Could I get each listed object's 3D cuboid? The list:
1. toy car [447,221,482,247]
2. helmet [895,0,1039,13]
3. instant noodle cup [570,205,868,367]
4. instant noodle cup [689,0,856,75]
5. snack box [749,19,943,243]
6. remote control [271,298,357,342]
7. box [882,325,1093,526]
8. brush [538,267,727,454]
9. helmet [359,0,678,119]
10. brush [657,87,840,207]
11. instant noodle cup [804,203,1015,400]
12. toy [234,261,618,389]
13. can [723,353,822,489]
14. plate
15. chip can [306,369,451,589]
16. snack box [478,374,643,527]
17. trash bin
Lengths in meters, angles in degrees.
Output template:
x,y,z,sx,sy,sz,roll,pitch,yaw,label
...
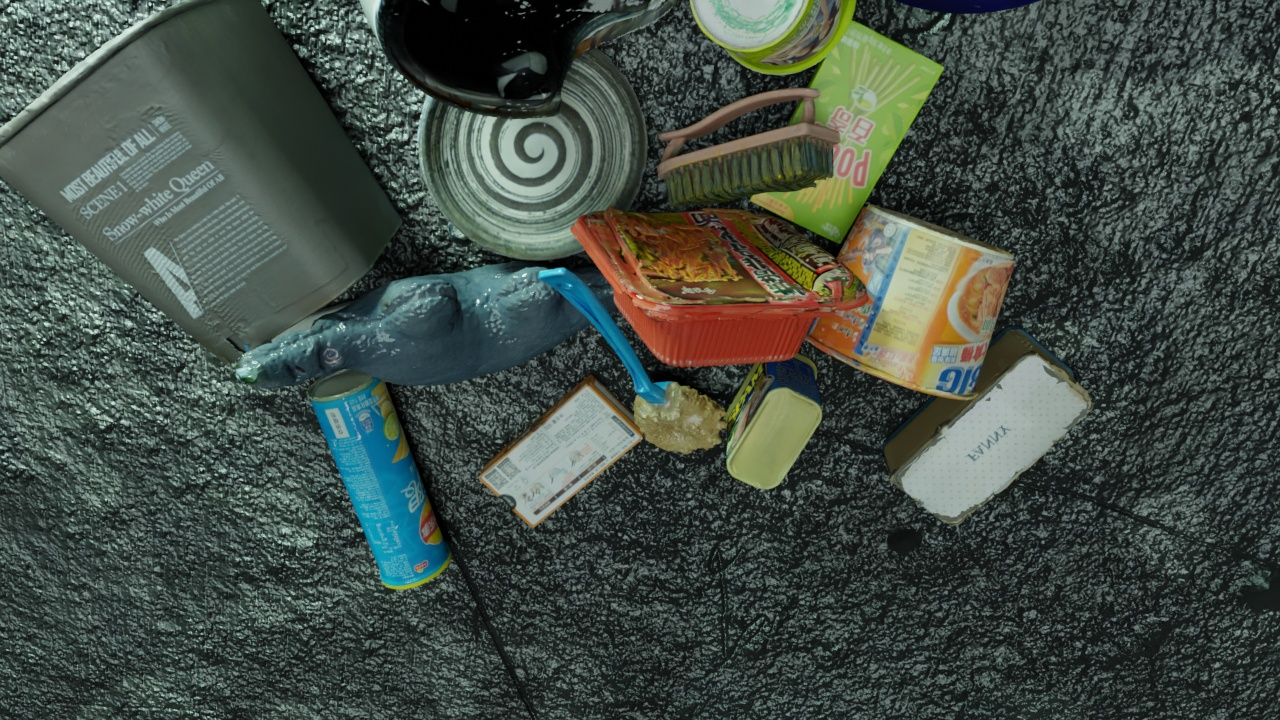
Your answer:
x,y,z,sx,sy,sz,roll,pitch,yaw,label
-0.121,-0.124,0.771,0.091,0.043,0.034,-25,82,13,toy car
0.183,-0.360,0.531,0.241,0.246,0.315,-26,101,34,helmet
0.051,-0.056,0.687,0.188,0.164,0.079,-3,121,-22,instant noodle cup
0.087,-0.255,0.633,0.112,0.123,0.112,6,109,17,instant noodle cup
0.160,-0.179,0.726,0.086,0.026,0.157,26,114,-5,snack box
-0.263,-0.025,0.839,0.150,0.021,0.058,-14,112,12,remote control
0.302,0.055,0.799,0.090,0.061,0.185,39,110,-12,box
-0.005,0.004,0.760,0.083,0.045,0.255,-4,142,34,brush
-0.081,-0.309,0.610,0.274,0.230,0.157,-46,65,11,helmet
0.076,-0.162,0.709,0.146,0.063,0.073,-5,93,37,brush
0.212,-0.051,0.719,0.151,0.151,0.111,18,106,-3,instant noodle cup
-0.143,-0.031,0.751,0.355,0.138,0.091,-14,89,-21,toy
0.114,0.050,0.801,0.057,0.083,0.102,25,114,-6,can
-0.084,-0.169,0.726,0.179,0.024,0.179,-1,98,-4,plate
-0.245,0.111,0.872,0.071,0.071,0.210,-10,112,10,chip can
-0.075,0.088,0.868,0.154,0.026,0.075,-40,104,20,snack box
-0.323,-0.137,0.709,0.199,0.198,0.220,-28,114,16,trash bin
